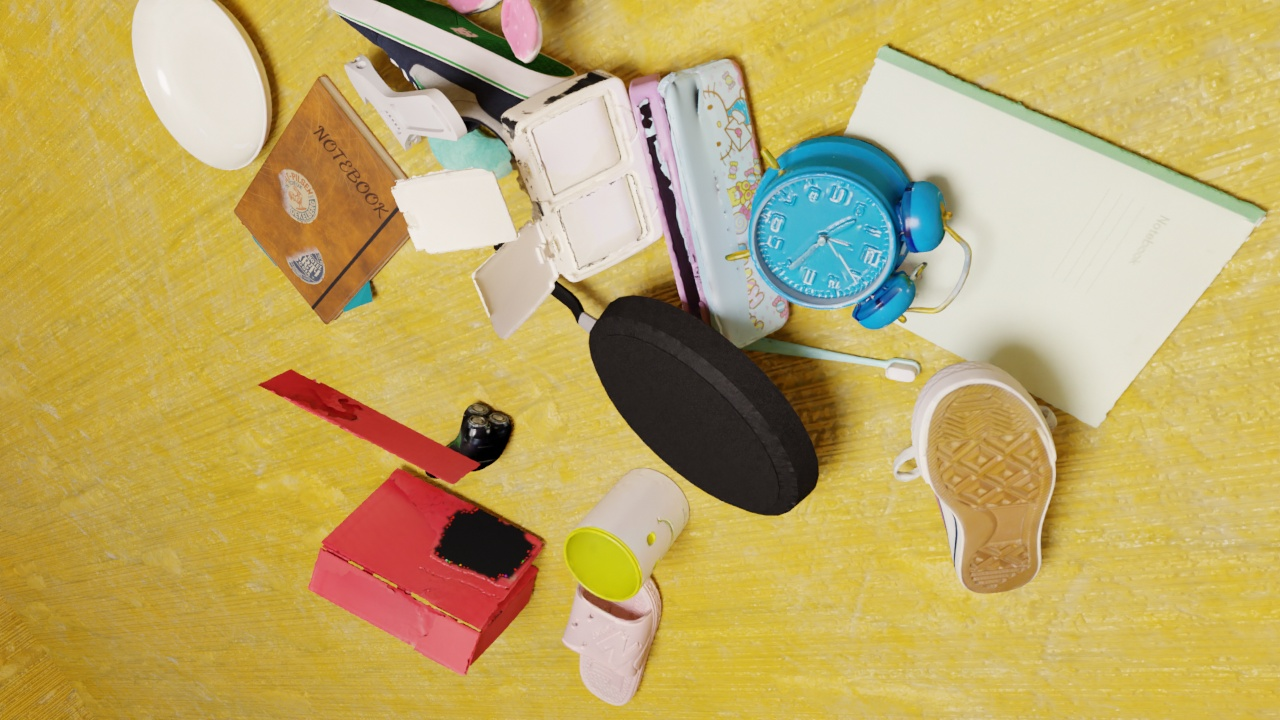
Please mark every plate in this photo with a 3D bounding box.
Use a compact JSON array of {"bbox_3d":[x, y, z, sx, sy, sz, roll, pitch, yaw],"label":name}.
[{"bbox_3d":[-0.430,-0.284,0.918,0.182,0.034,0.183,16,125,24],"label":"plate"}]

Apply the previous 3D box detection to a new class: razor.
[{"bbox_3d":[-0.193,0.092,0.993,0.152,0.053,0.067,-29,71,48],"label":"razor"}]

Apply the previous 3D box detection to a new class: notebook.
[{"bbox_3d":[0.242,-0.081,0.628,0.252,0.010,0.182,30,129,14],"label":"notebook"},{"bbox_3d":[-0.323,-0.144,0.948,0.250,0.014,0.178,-34,96,41],"label":"notebook"}]

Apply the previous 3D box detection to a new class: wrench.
[{"bbox_3d":[-0.186,-0.204,0.722,0.087,0.018,0.273,57,168,-25],"label":"wrench"}]

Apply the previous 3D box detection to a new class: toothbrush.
[{"bbox_3d":[0.133,-0.006,0.741,0.181,0.016,0.016,11,124,28],"label":"toothbrush"}]

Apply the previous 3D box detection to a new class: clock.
[{"bbox_3d":[0.147,-0.086,0.636,0.161,0.060,0.117,21,125,12],"label":"clock"}]

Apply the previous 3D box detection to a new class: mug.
[{"bbox_3d":[-0.011,0.164,0.875,0.083,0.105,0.083,16,124,24],"label":"mug"}]

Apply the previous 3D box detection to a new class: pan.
[{"bbox_3d":[-0.005,0.005,0.774,0.356,0.034,0.226,38,156,17],"label":"pan"}]

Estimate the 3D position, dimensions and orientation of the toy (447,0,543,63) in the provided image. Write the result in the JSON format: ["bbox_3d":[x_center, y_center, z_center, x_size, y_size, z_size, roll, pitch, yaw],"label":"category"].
[{"bbox_3d":[-0.096,-0.324,0.651,0.159,0.084,0.195,48,139,37],"label":"toy"}]

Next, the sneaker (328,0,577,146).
[{"bbox_3d":[-0.162,-0.234,0.735,0.235,0.084,0.079,31,120,18],"label":"sneaker"}]

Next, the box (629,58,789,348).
[{"bbox_3d":[0.046,-0.111,0.694,0.096,0.077,0.214,-1,116,32],"label":"box"}]

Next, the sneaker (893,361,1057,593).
[{"bbox_3d":[0.246,0.075,0.672,0.118,0.087,0.241,-12,133,13],"label":"sneaker"}]

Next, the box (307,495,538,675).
[{"bbox_3d":[-0.273,0.346,1.061,0.214,0.152,0.326,22,101,16],"label":"box"}]

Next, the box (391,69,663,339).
[{"bbox_3d":[-0.070,-0.109,0.677,0.069,0.191,0.143,41,157,50],"label":"box"}]

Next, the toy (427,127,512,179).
[{"bbox_3d":[-0.145,-0.197,0.793,0.105,0.033,0.085,46,122,4],"label":"toy"}]

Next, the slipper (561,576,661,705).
[{"bbox_3d":[-0.036,0.308,1.007,0.094,0.064,0.240,21,128,21],"label":"slipper"}]
